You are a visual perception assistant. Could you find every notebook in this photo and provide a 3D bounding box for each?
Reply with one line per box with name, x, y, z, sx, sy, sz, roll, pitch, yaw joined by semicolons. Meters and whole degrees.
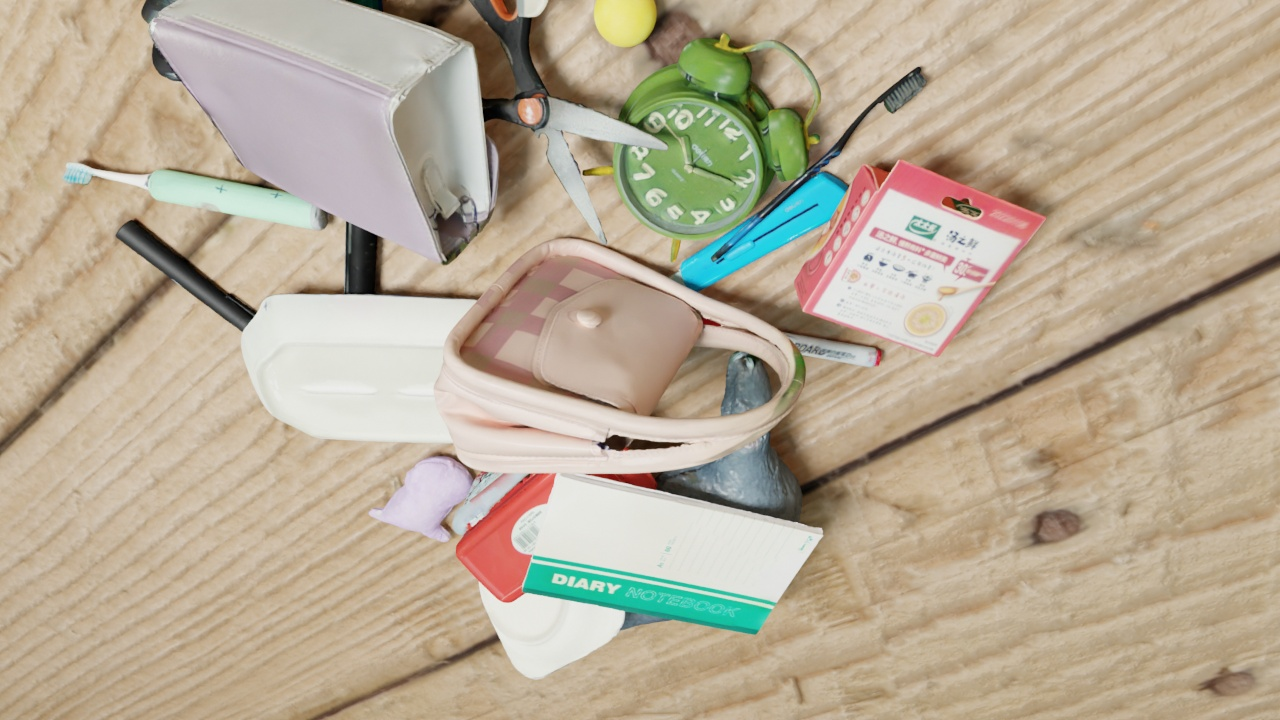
notebook;0.020;0.160;0.736;0.209;0.012;0.151;13;130;-8

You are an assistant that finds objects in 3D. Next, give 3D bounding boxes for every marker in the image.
marker;0.114;-0.014;0.718;0.145;0.017;0.017;11;125;6
marker;-0.391;-0.072;0.795;0.132;0.020;0.022;41;106;-16

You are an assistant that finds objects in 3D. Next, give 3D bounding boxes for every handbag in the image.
handbag;-0.004;0.004;0.635;0.234;0.192;0.093;11;126;18
handbag;-0.199;-0.163;0.613;0.197;0.098;0.145;24;145;19

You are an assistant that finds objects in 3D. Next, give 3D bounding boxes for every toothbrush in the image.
toothbrush;-0.360;-0.136;0.739;0.224;0.027;0.026;11;162;5
toothbrush;0.117;-0.128;0.628;0.190;0.014;0.016;-42;85;25
toothbrush;-0.239;-0.042;0.778;0.027;0.026;0.213;40;133;28

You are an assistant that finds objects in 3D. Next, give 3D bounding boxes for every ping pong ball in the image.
ping pong ball;-0.010;-0.223;0.590;0.040;0.040;0.040;6;125;9

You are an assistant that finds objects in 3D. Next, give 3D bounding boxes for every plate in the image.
plate;-0.100;0.204;0.848;0.164;0.034;0.164;-39;69;31
plate;-0.213;0.019;0.784;0.266;0.034;0.162;2;130;3

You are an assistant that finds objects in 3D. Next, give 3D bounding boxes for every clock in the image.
clock;0.047;-0.148;0.619;0.116;0.056;0.162;42;122;-17

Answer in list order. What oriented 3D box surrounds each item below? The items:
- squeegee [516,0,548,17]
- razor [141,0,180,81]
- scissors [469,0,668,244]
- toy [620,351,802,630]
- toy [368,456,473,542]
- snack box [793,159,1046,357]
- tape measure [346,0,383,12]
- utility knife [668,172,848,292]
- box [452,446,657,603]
squeegee;0.045;-0.315;0.504;0.246;0.039;0.247;4;114;4
razor;-0.289;-0.268;0.624;0.067;0.062;0.168;14;126;-35
scissors;-0.088;-0.184;0.613;0.221;0.021;0.231;3;112;28
toy;0.063;0.139;0.783;0.138;0.091;0.357;15;128;-8
toy;-0.201;0.132;0.877;0.084;0.038;0.108;26;122;-22
snack box;0.187;-0.076;0.631;0.113;0.044;0.127;18;126;-13
tape measure;-0.204;-0.253;0.625;0.054;0.025;0.058;7;124;7
utility knife;0.063;-0.077;0.687;0.210;0.018;0.034;-29;113;30
box;-0.075;0.105;0.785;0.112;0.099;0.202;46;121;-5
